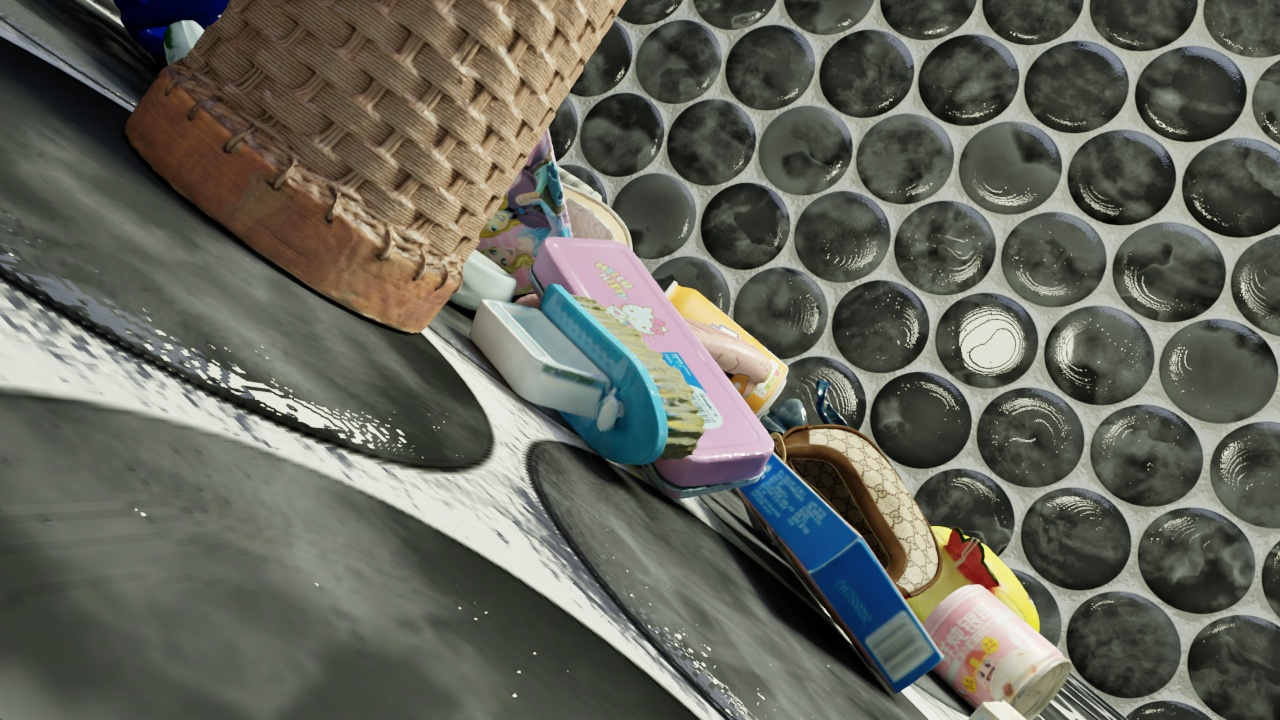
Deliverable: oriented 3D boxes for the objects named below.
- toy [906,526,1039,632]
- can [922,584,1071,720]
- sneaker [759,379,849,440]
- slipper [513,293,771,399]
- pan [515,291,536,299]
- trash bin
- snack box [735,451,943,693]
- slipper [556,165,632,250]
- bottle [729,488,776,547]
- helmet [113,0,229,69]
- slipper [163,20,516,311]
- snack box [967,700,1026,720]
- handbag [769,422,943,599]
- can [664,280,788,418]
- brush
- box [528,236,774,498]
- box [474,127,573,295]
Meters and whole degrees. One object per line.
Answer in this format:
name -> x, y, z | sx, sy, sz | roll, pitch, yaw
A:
toy -> 0.300, 0.226, 0.836 | 0.207, 0.092, 0.134 | 48, 2, -45
can -> 0.234, 0.198, 0.614 | 0.067, 0.067, 0.076 | 35, 6, -48
sneaker -> 0.212, 0.122, 0.943 | 0.294, 0.127, 0.120 | 38, 4, -37
slipper -> -0.004, 0.004, 0.670 | 0.197, 0.081, 0.093 | 12, 11, -17
pan -> -0.008, 0.002, 0.940 | 0.225, 0.034, 0.356 | 40, 4, 22
trash bin -> -0.095, -0.139, 0.406 | 0.151, 0.210, 0.151 | 38, 4, -4
snack box -> 0.101, 0.108, 0.513 | 0.087, 0.034, 0.151 | 55, -2, -17
slipper -> -0.114, -0.128, 0.786 | 0.273, 0.053, 0.115 | 23, -49, 30
bottle -> 0.104, 0.114, 0.620 | 0.110, 0.036, 0.036 | 39, 4, 7
helmet -> -0.230, -0.276, 0.569 | 0.147, 0.242, 0.227 | 25, 58, -66
slipper -> -0.162, -0.115, 0.543 | 0.245, 0.074, 0.104 | 38, 2, -35
snack box -> 0.232, 0.234, 0.459 | 0.150, 0.026, 0.082 | 41, 4, 34
handbag -> 0.163, 0.120, 0.736 | 0.138, 0.063, 0.166 | 3, 52, -49
can -> 0.066, -0.005, 0.875 | 0.142, 0.079, 0.079 | 40, 4, -3
brush -> -0.030, 0.010, 0.479 | 0.075, 0.055, 0.136 | 7, 24, -38
box -> -0.001, -0.003, 0.567 | 0.076, 0.036, 0.214 | -2, 42, -33
box -> -0.100, -0.140, 0.631 | 0.231, 0.084, 0.076 | 80, -1, -58
